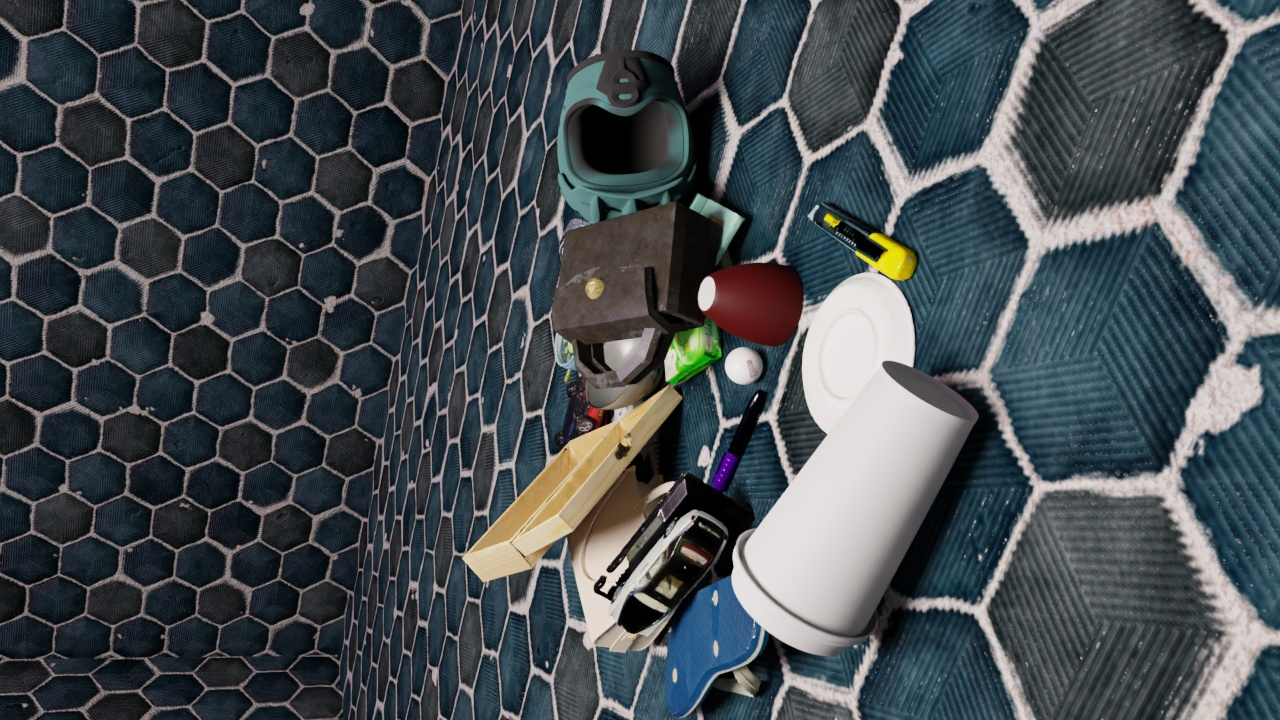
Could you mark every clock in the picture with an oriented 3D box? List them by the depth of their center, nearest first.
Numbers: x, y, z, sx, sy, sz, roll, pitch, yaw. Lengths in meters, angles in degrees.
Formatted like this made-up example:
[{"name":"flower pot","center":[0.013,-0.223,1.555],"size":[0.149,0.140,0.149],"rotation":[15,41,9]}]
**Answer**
[{"name":"clock","center":[-0.076,-0.045,1.383],"size":[0.162,0.060,0.118],"rotation":[-53,36,41]}]

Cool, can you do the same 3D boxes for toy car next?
[{"name":"toy car","center":[0.030,0.221,0.974],"size":[0.192,0.094,0.071],"rotation":[-53,9,25]},{"name":"toy car","center":[-0.089,0.105,1.374],"size":[0.081,0.056,0.190],"rotation":[-107,28,-44]}]

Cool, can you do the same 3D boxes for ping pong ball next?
[{"name":"ping pong ball","center":[0.111,0.006,0.983],"size":[0.040,0.040,0.040],"rotation":[-173,90,-66]}]

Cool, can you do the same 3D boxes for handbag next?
[{"name":"handbag","center":[-0.023,-0.064,1.047],"size":[0.198,0.102,0.199],"rotation":[-8,71,44]},{"name":"handbag","center":[0.002,0.221,1.117],"size":[0.198,0.101,0.194],"rotation":[-53,36,28]}]

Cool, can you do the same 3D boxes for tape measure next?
[{"name":"tape measure","center":[-0.017,0.072,1.266],"size":[0.062,0.020,0.060],"rotation":[124,145,-44]}]

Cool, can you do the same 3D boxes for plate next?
[{"name":"plate","center":[0.192,-0.004,0.840],"size":[0.157,0.014,0.157],"rotation":[-172,90,-66]}]

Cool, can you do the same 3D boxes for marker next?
[{"name":"marker","center":[0.106,0.088,0.998],"size":[0.018,0.015,0.134],"rotation":[38,121,33]}]

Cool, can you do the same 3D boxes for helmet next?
[{"name":"helmet","center":[-0.016,-0.251,1.132],"size":[0.275,0.176,0.200],"rotation":[-128,34,-88]}]

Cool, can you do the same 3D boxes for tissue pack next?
[{"name":"tissue pack","center":[0.060,-0.033,1.116],"size":[0.100,0.034,0.113],"rotation":[-39,51,55]}]

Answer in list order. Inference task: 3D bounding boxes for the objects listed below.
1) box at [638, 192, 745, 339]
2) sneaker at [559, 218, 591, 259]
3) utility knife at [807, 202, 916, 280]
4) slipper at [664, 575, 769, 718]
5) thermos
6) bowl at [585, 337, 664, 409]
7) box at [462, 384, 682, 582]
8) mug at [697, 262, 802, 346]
[{"name":"box","center":[0.044,-0.108,1.097],"size":[0.187,0.052,0.138],"rotation":[-61,18,9]},{"name":"sneaker","center":[-0.077,-0.107,1.291],"size":[0.151,0.097,0.252],"rotation":[-56,24,1]},{"name":"utility knife","center":[0.199,-0.115,0.852],"size":[0.172,0.020,0.029],"rotation":[53,129,58]},{"name":"slipper","center":[0.086,0.285,0.935],"size":[0.296,0.060,0.118],"rotation":[118,153,-56]},{"name":"thermos","center":[0.173,0.115,0.734],"size":[0.222,0.131,0.131],"rotation":[-63,30,21]},{"name":"bowl","center":[-0.007,0.007,1.197],"size":[0.151,0.056,0.150],"rotation":[-45,27,30]},{"name":"box","center":[-0.084,0.155,1.157],"size":[0.246,0.068,0.254],"rotation":[-49,5,-41]},{"name":"mug","center":[0.101,-0.062,0.964],"size":[0.114,0.088,0.087],"rotation":[168,107,-64]}]
